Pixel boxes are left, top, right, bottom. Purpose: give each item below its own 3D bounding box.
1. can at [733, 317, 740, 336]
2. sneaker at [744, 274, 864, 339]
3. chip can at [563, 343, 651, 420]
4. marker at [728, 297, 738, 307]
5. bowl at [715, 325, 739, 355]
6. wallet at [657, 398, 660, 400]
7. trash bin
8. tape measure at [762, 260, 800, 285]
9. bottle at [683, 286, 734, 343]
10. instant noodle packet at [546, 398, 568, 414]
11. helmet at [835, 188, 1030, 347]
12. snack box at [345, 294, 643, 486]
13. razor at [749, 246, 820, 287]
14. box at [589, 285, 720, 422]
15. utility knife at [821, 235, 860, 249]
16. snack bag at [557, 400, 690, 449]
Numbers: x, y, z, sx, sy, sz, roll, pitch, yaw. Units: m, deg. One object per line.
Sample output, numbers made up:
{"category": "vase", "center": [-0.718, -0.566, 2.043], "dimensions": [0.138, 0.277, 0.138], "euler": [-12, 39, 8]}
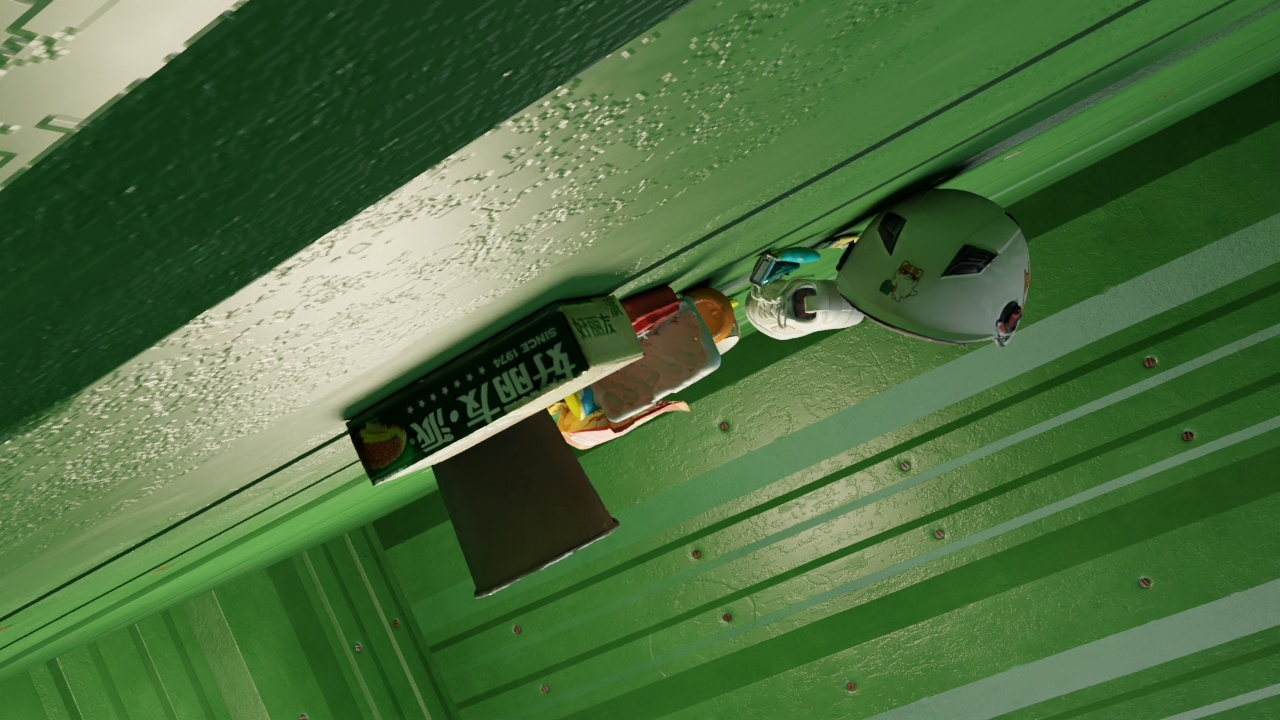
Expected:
{"category": "can", "center": [0.099, -0.037, 1.407], "dimensions": [0.094, 0.066, 0.066], "euler": [-29, 176, 36]}
{"category": "sneaker", "center": [0.201, -0.073, 1.278], "dimensions": [0.090, 0.089, 0.243], "euler": [-3, -178, -27]}
{"category": "chip can", "center": [-0.008, 0.007, 1.281], "dimensions": [0.210, 0.071, 0.071], "euler": [-25, 177, -17]}
{"category": "marker", "center": [0.103, -0.076, 1.316], "dimensions": [0.018, 0.015, 0.123], "euler": [-30, 172, 39]}
{"category": "bowl", "center": [0.065, -0.031, 1.214], "dimensions": [0.116, 0.066, 0.116], "euler": [-26, 168, -6]}
{"category": "wallet", "center": [0.024, 0.020, 1.394], "dimensions": [0.037, 0.106, 0.130], "euler": [22, 145, -21]}
{"category": "trash bin", "center": [-0.163, 0.158, 1.176], "dimensions": [0.199, 0.219, 0.199], "euler": [-26, 176, -8]}
{"category": "tape measure", "center": [0.171, -0.113, 1.155], "dimensions": [0.055, 0.025, 0.058], "euler": [-29, 175, 28]}
{"category": "bottle", "center": [0.074, -0.054, 1.073], "dimensions": [0.067, 0.067, 0.149], "euler": [-26, -176, 6]}
{"category": "instant noodle packet", "center": [-0.156, 0.068, 1.331], "dimensions": [0.111, 0.044, 0.128], "euler": [-22, 175, 8]}
{"category": "helmet", "center": [0.373, -0.129, 1.126], "dimensions": [0.273, 0.230, 0.157], "euler": [-15, 127, -53]}
{"category": "snack box", "center": [-0.124, 0.026, 0.781], "dimensions": [0.241, 0.063, 0.114], "euler": [-27, 176, 24]}
{"category": "razor", "center": [0.171, -0.117, 1.064], "dimensions": [0.132, 0.028, 0.043], "euler": [-18, 141, -48]}
{"category": "box", "center": [-0.020, 0.006, 0.941], "dimensions": [0.094, 0.100, 0.202], "euler": [-24, 175, -40]}
{"category": "utility knife", "center": [0.281, -0.166, 1.284], "dimensions": [0.031, 0.019, 0.182], "euler": [-34, 169, 26]}
{"category": "snack bag", "center": [-0.038, 0.085, 1.309], "dimensions": [0.128, 0.073, 0.208], "euler": [-13, 180, -33]}
